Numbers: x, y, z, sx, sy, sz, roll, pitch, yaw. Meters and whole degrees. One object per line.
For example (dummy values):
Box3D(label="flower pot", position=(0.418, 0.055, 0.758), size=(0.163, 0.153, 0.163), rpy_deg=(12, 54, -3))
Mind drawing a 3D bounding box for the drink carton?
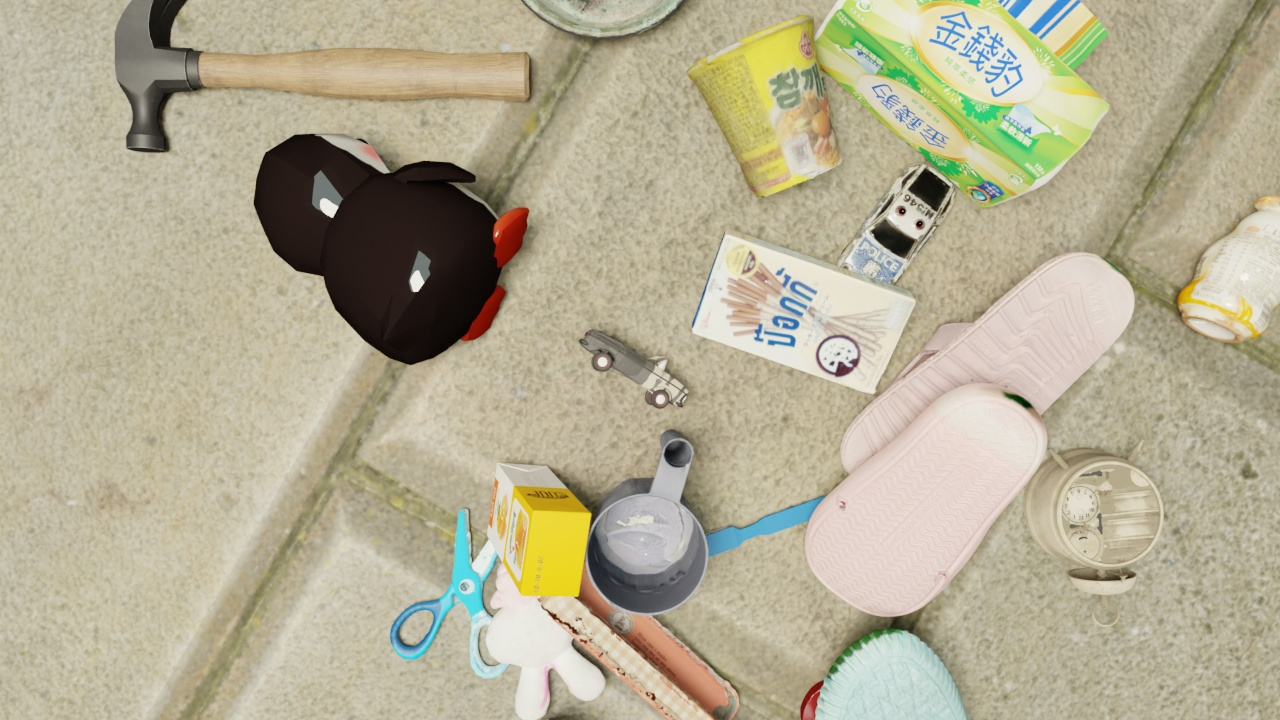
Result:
Box3D(label="drink carton", position=(-0.076, 0.117, 0.659), size=(0.040, 0.122, 0.058), rpy_deg=(6, 97, -22))

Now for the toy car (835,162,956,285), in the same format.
Box3D(label="toy car", position=(0.195, -0.098, 0.700), size=(0.048, 0.040, 0.113), rpy_deg=(36, 91, 0))

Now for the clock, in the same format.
Box3D(label="clock", position=(0.350, 0.133, 0.698), size=(0.093, 0.054, 0.141), rpy_deg=(-5, 89, -1))

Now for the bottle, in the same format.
Box3D(label="bottle", position=(0.458, -0.069, 0.692), size=(0.063, 0.063, 0.109), rpy_deg=(31, 90, -1))

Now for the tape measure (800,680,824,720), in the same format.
Box3D(label="tape measure", position=(0.154, 0.272, 0.716), size=(0.051, 0.019, 0.059), rpy_deg=(27, 90, 2))

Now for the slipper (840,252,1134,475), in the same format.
Box3D(label="slipper", position=(0.256, 0.015, 0.691), size=(0.094, 0.064, 0.240), rpy_deg=(45, 105, -3))

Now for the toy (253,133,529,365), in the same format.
Box3D(label="toy", position=(-0.198, -0.087, 0.648), size=(0.184, 0.139, 0.159), rpy_deg=(33, 127, 10))

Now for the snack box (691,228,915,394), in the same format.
Box3D(label="snack box", position=(0.121, -0.037, 0.695), size=(0.150, 0.026, 0.082), rpy_deg=(19, 111, -1))

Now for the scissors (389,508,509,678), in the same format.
Box3D(label="scissors", position=(-0.148, 0.180, 0.714), size=(0.113, 0.013, 0.140), rpy_deg=(-2, 93, -3))

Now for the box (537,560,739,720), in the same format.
Box3D(label="box", position=(0.004, 0.219, 0.681), size=(0.187, 0.076, 0.055), rpy_deg=(43, 130, -10))

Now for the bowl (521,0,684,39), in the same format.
Box3D(label="bowl", position=(-0.028, -0.316, 0.694), size=(0.157, 0.038, 0.157), rpy_deg=(0, 91, -1))

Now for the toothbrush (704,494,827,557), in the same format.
Box3D(label="toothbrush", position=(0.121, 0.120, 0.718), size=(0.166, 0.014, 0.016), rpy_deg=(-18, 91, -4))

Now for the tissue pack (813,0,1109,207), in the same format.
Box3D(label="tissue pack", position=(0.245, -0.230, 0.666), size=(0.197, 0.120, 0.141), rpy_deg=(41, 89, -8))

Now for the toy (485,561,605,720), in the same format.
Box3D(label="toy", position=(-0.079, 0.208, 0.702), size=(0.076, 0.037, 0.125), rpy_deg=(-22, 94, -6))

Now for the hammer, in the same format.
Box3D(label="hammer", position=(-0.237, -0.224, 0.697), size=(0.305, 0.040, 0.132), rpy_deg=(1, 94, -1))

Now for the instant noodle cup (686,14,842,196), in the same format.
Box3D(label="instant noodle cup", position=(0.097, -0.183, 0.675), size=(0.102, 0.102, 0.108), rpy_deg=(-23, 100, 0))

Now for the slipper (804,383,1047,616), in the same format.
Box3D(label="slipper", position=(0.197, 0.101, 0.658), size=(0.107, 0.055, 0.222), rpy_deg=(32, 124, 3))

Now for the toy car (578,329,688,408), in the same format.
Box3D(label="toy car", position=(-0.004, 0.004, 0.698), size=(0.092, 0.040, 0.037), rpy_deg=(33, 87, -4))

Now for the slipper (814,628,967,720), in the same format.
Box3D(label="slipper", position=(0.206, 0.308, 0.690), size=(0.116, 0.069, 0.276), rpy_deg=(-35, 109, -9))

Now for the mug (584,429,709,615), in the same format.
Box3D(label="mug", position=(0.009, 0.111, 0.669), size=(0.084, 0.104, 0.124), rpy_deg=(16, 90, -1))
